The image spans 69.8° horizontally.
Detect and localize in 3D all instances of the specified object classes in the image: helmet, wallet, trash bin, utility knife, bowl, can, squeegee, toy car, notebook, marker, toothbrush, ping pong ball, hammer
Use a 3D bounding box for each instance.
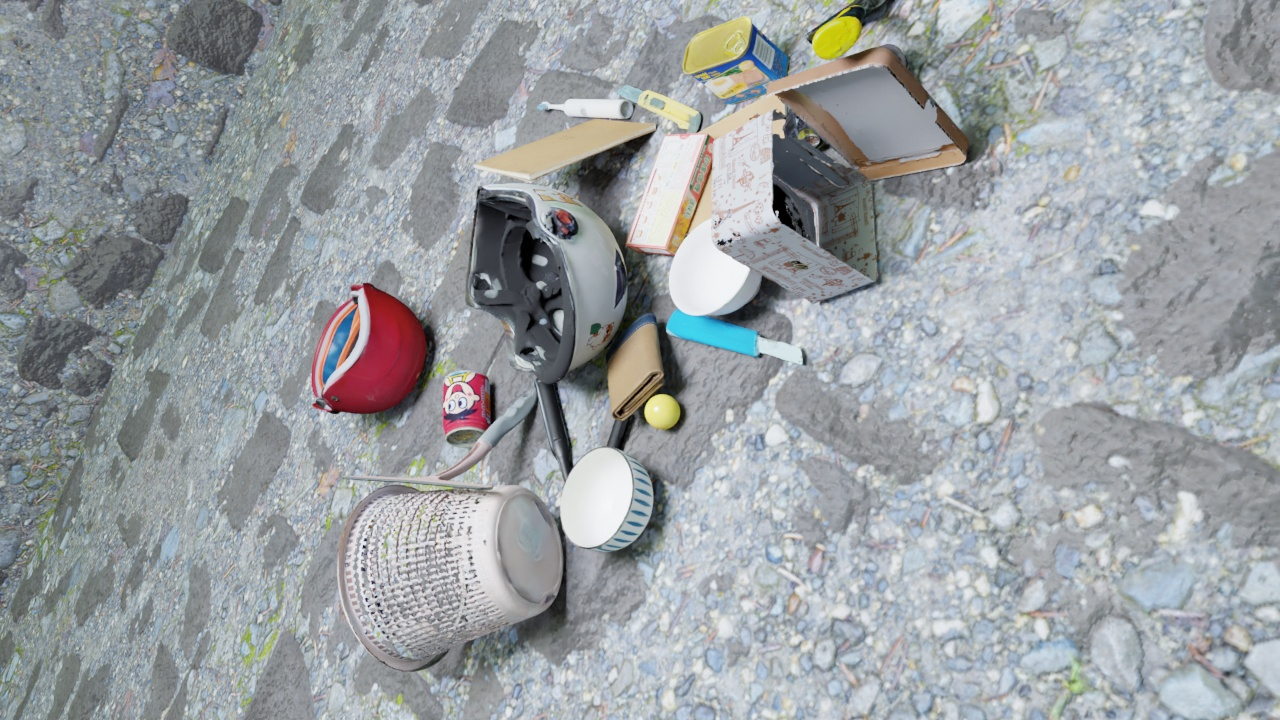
[{"bbox_3d":[-0.428,-0.006,1.463,0.240,0.143,0.206,-6,66,59],"label":"helmet"},{"bbox_3d":[-0.006,0.006,1.084,0.090,0.033,0.115,-46,28,26],"label":"wallet"},{"bbox_3d":[-0.208,0.240,1.089,0.192,0.227,0.227,-17,59,25],"label":"trash bin"},{"bbox_3d":[0.102,-0.025,1.022,0.205,0.018,0.034,19,97,48],"label":"utility knife"},{"bbox_3d":[-0.029,0.161,1.032,0.117,0.066,0.116,-23,56,37],"label":"bowl"},{"bbox_3d":[-0.103,-0.109,1.159,0.274,0.156,0.231,44,138,33],"label":"helmet"},{"bbox_3d":[-0.245,0.069,1.294,0.067,0.066,0.093,-29,53,33],"label":"can"},{"bbox_3d":[-0.205,0.106,1.165,0.248,0.248,0.040,-2,114,36],"label":"squeegee"},{"bbox_3d":[0.223,-0.283,1.003,0.159,0.042,0.070,-26,55,36],"label":"toy car"},{"bbox_3d":[-0.104,-0.292,1.256,0.211,0.012,0.150,-29,32,-28],"label":"notebook"},{"bbox_3d":[-0.037,0.123,1.093,0.022,0.020,0.132,-3,68,66],"label":"marker"},{"bbox_3d":[-0.103,0.106,1.162,0.027,0.026,0.212,101,157,-48],"label":"toothbrush"},{"bbox_3d":[0.097,-0.095,1.026,0.119,0.064,0.118,-22,57,38],"label":"bowl"},{"bbox_3d":[0.117,-0.362,1.116,0.102,0.083,0.057,-3,70,44],"label":"can"},{"bbox_3d":[0.095,-0.235,1.135,0.208,0.008,0.147,-20,59,39],"label":"notebook"},{"bbox_3d":[0.025,-0.350,1.260,0.031,0.021,0.206,-54,38,4],"label":"utility knife"},{"bbox_3d":[0.025,0.059,1.045,0.040,0.040,0.040,-21,57,38],"label":"ping pong ball"},{"bbox_3d":[0.207,-0.336,0.910,0.126,0.032,0.322,-33,12,29],"label":"hammer"},{"bbox_3d":[-0.089,-0.379,1.375,0.221,0.026,0.027,20,130,48],"label":"toothbrush"}]

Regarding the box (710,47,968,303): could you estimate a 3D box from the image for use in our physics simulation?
[{"bbox_3d":[0.198,-0.173,0.878,0.194,0.183,0.156,-17,61,43],"label":"box"}]

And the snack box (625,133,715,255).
[{"bbox_3d":[0.039,-0.209,1.153,0.077,0.027,0.155,14,82,48],"label":"snack box"}]
